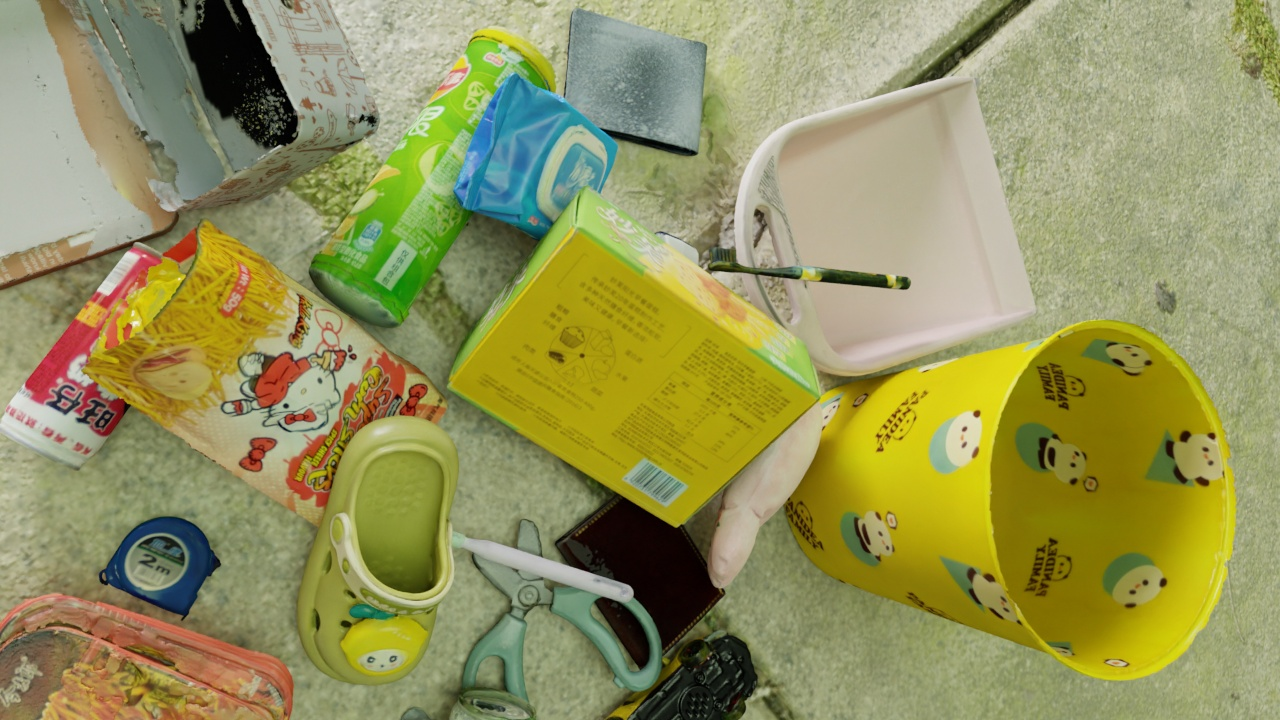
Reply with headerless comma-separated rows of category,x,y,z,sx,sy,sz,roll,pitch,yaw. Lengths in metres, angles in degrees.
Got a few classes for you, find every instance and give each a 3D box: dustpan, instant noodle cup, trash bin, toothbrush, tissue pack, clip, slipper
dustpan,0.203,-0.101,0.732,0.273,0.139,0.222,-20,93,-1
instant noodle cup,-0.310,0.236,0.524,0.164,0.079,0.188,29,76,-20
trash bin,0.256,0.098,0.700,0.229,0.256,0.229,2,84,-24
toothbrush,-0.093,0.139,0.647,0.189,0.021,0.029,21,73,-11
tissue pack,-0.066,-0.132,0.634,0.052,0.157,0.095,24,95,18
clip,-0.142,0.264,0.635,0.024,0.030,0.057,-50,116,-18
toothbrush,0.128,-0.066,0.676,0.185,0.012,0.017,2,73,-29
slipper,-0.162,0.130,0.578,0.091,0.081,0.191,8,104,-24

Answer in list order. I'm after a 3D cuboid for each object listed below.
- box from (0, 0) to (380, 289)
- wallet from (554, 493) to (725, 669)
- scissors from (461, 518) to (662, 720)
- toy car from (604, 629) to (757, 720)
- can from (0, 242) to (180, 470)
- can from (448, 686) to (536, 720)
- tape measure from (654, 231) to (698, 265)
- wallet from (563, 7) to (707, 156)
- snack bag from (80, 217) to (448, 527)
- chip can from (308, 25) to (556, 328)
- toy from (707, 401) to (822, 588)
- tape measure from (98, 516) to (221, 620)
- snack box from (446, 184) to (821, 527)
box,-0.312,-0.168,0.550,0.274,0.124,0.179,-23,96,3
wallet,0.003,0.161,0.709,0.096,0.020,0.122,-36,100,-27
scissors,-0.053,0.199,0.668,0.179,0.019,0.172,1,85,-13
toy car,0.025,0.271,0.697,0.155,0.041,0.071,-38,102,-21
can,-0.320,-0.003,0.552,0.053,0.053,0.132,35,72,-19
can,-0.116,0.299,0.611,0.058,0.058,0.146,18,86,-23
tape measure,0.015,-0.064,0.706,0.033,0.066,0.065,22,77,-23
wallet,-0.004,-0.223,0.739,0.120,0.019,0.097,8,80,-23
snack bag,-0.219,0.018,0.570,0.208,0.073,0.128,47,66,-41
chip can,-0.141,-0.126,0.636,0.072,0.073,0.221,35,72,-18
toy,0.091,0.097,0.702,0.054,0.121,0.159,26,71,10
tape measure,-0.295,0.125,0.570,0.058,0.025,0.054,34,71,-23
snack box,-0.004,0.004,0.643,0.210,0.070,0.158,34,117,-18
